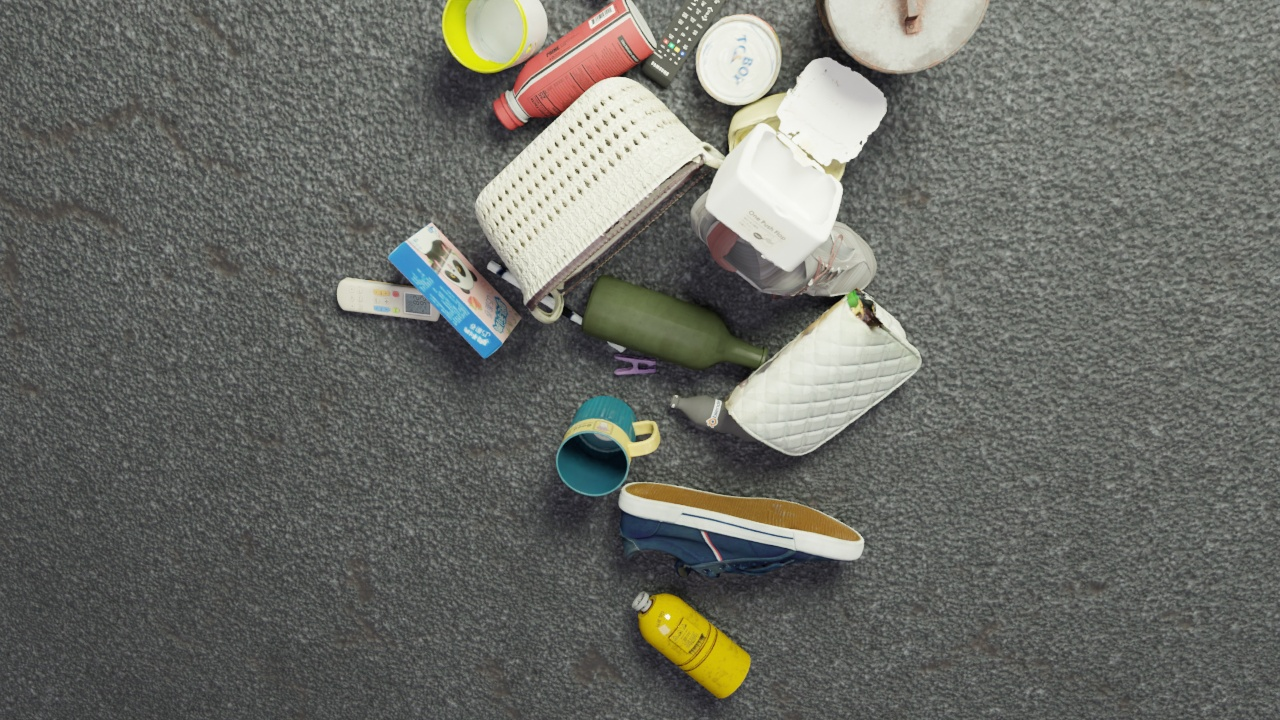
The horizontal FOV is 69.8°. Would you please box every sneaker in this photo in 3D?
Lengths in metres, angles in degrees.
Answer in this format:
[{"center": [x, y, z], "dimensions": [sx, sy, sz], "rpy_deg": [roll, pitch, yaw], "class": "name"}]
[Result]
[{"center": [0.158, -0.098, 0.933], "dimensions": [0.236, 0.089, 0.099], "rpy_deg": [15, 132, -30], "class": "sneaker"}, {"center": [0.116, 0.229, 1.108], "dimensions": [0.295, 0.120, 0.127], "rpy_deg": [6, 100, 8], "class": "sneaker"}]

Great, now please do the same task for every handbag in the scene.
[{"center": [0.198, 0.014, 1.007], "dimensions": [0.195, 0.072, 0.138], "rpy_deg": [-42, 138, 20], "class": "handbag"}, {"center": [0.143, -0.220, 0.916], "dimensions": [0.111, 0.119, 0.081], "rpy_deg": [3, 118, 4], "class": "handbag"}]

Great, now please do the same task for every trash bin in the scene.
[{"center": [0.223, -0.328, 0.810], "dimensions": [0.131, 0.210, 0.131], "rpy_deg": [3, 112, 6], "class": "trash bin"}]

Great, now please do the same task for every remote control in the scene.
[{"center": [0.053, -0.346, 0.931], "dimensions": [0.033, 0.015, 0.147], "rpy_deg": [34, 112, -7], "class": "remote control"}, {"center": [-0.296, -0.072, 1.085], "dimensions": [0.125, 0.018, 0.038], "rpy_deg": [7, 113, 4], "class": "remote control"}]

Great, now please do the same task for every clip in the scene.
[{"center": [-0.006, 0.004, 1.081], "dimensions": [0.051, 0.013, 0.033], "rpy_deg": [0, 113, 5], "class": "clip"}]

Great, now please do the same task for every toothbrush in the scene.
[{"center": [-0.096, -0.062, 1.063], "dimensions": [0.187, 0.017, 0.012], "rpy_deg": [32, 99, -6], "class": "toothbrush"}]

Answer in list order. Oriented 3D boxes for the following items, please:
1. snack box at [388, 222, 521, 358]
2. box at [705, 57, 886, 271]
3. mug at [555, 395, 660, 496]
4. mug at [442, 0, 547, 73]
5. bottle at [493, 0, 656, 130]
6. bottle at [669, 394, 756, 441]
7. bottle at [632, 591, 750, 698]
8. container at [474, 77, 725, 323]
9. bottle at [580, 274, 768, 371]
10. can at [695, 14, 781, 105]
[{"center": [-0.206, -0.079, 1.032], "dimensions": [0.033, 0.087, 0.154], "rpy_deg": [-38, 103, 20], "class": "snack box"}, {"center": [0.142, -0.179, 0.835], "dimensions": [0.111, 0.101, 0.188], "rpy_deg": [35, 70, -14], "class": "box"}, {"center": [-0.033, 0.095, 1.070], "dimensions": [0.114, 0.107, 0.083], "rpy_deg": [-10, 108, 11], "class": "mug"}, {"center": [-0.142, -0.332, 0.912], "dimensions": [0.082, 0.106, 0.083], "rpy_deg": [2, 111, 6], "class": "mug"}, {"center": [-0.072, -0.297, 0.941], "dimensions": [0.177, 0.062, 0.062], "rpy_deg": [-29, 105, 17], "class": "bottle"}, {"center": [0.088, 0.064, 1.079], "dimensions": [0.110, 0.036, 0.036], "rpy_deg": [18, 113, 0], "class": "bottle"}, {"center": [0.059, 0.357, 1.183], "dimensions": [0.164, 0.071, 0.071], "rpy_deg": [41, 111, -9], "class": "bottle"}, {"center": [-0.046, -0.168, 0.932], "dimensions": [0.252, 0.184, 0.143], "rpy_deg": [-39, 94, 18], "class": "container"}, {"center": [0.040, -0.032, 1.028], "dimensions": [0.207, 0.071, 0.072], "rpy_deg": [18, 113, 0], "class": "bottle"}, {"center": [0.100, -0.304, 0.927], "dimensions": [0.086, 0.043, 0.086], "rpy_deg": [3, 113, 7], "class": "can"}]
